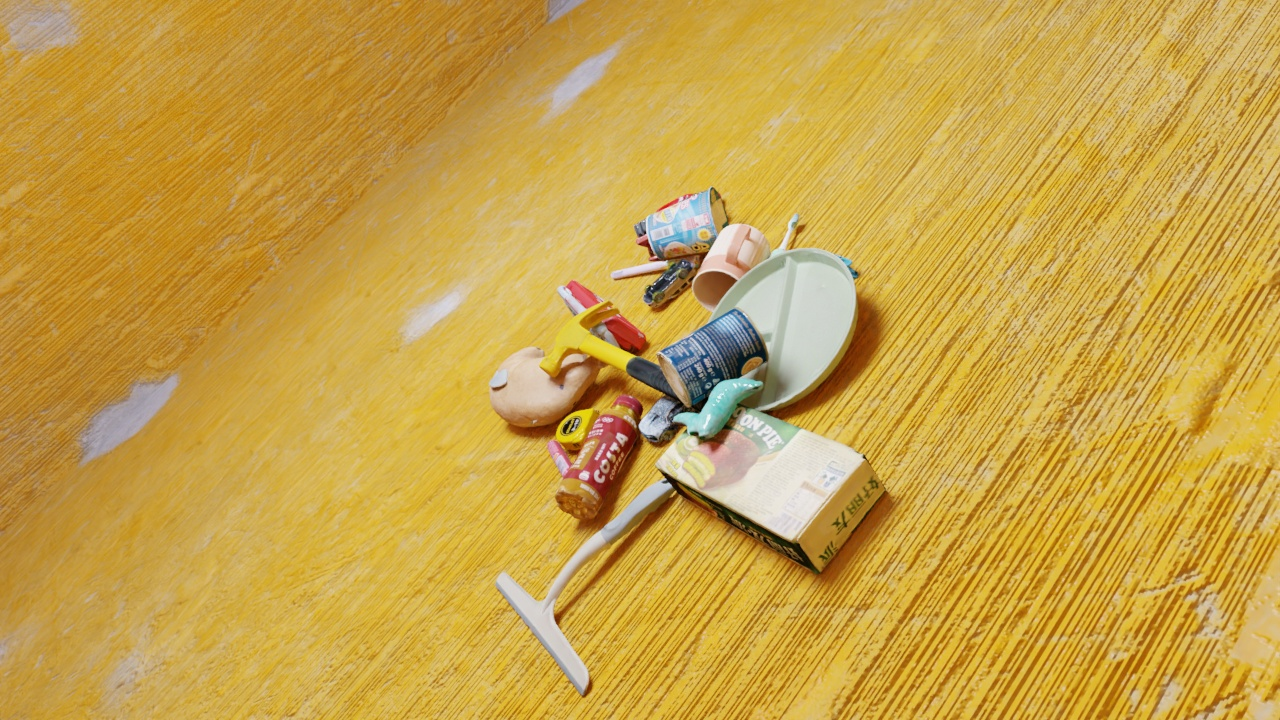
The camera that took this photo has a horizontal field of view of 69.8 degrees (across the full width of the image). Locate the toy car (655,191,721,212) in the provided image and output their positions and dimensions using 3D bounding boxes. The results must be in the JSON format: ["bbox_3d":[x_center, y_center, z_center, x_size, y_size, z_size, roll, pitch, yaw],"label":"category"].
[{"bbox_3d":[0.077,-0.247,1.517,0.121,0.045,0.052,-20,37,24],"label":"toy car"}]

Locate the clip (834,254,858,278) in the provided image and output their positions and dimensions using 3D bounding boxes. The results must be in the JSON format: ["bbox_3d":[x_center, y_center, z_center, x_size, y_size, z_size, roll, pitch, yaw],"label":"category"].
[{"bbox_3d":[0.262,-0.123,1.186,0.014,0.041,0.056,-37,28,-3],"label":"clip"}]

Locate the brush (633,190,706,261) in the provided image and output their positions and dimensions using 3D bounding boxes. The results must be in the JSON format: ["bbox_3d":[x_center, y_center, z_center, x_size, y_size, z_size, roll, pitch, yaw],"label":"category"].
[{"bbox_3d":[0.066,-0.213,1.464,0.146,0.069,0.063,-24,-6,17],"label":"brush"}]

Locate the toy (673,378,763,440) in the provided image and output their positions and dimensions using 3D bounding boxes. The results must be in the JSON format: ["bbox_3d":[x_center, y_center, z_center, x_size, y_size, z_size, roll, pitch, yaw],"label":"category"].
[{"bbox_3d":[0.081,0.053,1.015,0.097,0.030,0.091,-2,41,52],"label":"toy"}]

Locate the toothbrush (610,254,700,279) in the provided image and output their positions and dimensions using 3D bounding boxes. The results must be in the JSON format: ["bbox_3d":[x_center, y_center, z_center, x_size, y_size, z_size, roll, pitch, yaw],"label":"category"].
[{"bbox_3d":[0.020,-0.147,1.471,0.190,0.021,0.029,-4,47,45],"label":"toothbrush"}]

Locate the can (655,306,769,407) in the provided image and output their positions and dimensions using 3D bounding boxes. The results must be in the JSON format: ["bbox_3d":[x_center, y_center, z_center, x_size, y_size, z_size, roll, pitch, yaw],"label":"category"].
[{"bbox_3d":[0.083,-0.003,1.068,0.111,0.075,0.075,-30,30,-9],"label":"can"}]

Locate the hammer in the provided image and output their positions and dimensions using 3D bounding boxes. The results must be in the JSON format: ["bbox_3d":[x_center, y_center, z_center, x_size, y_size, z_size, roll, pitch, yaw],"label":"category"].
[{"bbox_3d":[-0.007,0.007,1.190,0.301,0.033,0.128,26,77,43],"label":"hammer"}]

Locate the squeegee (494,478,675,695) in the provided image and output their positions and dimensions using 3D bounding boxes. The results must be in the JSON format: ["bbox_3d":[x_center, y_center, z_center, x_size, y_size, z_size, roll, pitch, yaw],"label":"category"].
[{"bbox_3d":[-0.044,0.214,1.047,0.246,0.039,0.247,-45,32,-11],"label":"squeegee"}]

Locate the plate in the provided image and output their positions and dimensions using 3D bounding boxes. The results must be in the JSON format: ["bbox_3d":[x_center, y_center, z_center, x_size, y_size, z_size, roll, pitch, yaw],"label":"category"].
[{"bbox_3d":[0.167,-0.035,1.122,0.231,0.027,0.229,-28,44,31],"label":"plate"}]

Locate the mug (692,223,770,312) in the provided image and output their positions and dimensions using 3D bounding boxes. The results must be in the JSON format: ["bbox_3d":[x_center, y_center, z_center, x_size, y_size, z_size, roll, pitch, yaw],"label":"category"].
[{"bbox_3d":[0.129,-0.136,1.258,0.082,0.115,0.105,20,52,11],"label":"mug"}]

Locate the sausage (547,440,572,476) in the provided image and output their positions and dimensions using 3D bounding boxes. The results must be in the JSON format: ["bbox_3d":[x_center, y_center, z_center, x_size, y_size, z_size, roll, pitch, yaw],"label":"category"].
[{"bbox_3d":[-0.097,0.144,1.211,0.020,0.020,0.156,-40,32,-2],"label":"sausage"}]

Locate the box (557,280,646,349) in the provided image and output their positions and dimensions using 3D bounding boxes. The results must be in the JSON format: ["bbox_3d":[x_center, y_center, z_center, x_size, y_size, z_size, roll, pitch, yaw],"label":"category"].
[{"bbox_3d":[-0.072,-0.058,1.385,0.068,0.090,0.201,-54,31,5],"label":"box"}]

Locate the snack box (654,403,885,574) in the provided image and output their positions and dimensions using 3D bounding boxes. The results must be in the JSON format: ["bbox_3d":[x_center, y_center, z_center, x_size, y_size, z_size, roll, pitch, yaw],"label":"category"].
[{"bbox_3d":[0.128,0.122,0.966,0.114,0.063,0.240,-47,32,-15],"label":"snack box"}]

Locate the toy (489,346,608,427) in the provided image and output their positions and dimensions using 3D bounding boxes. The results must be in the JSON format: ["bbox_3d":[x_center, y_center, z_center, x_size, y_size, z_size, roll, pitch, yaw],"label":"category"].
[{"bbox_3d":[-0.126,0.034,1.327,0.226,0.082,0.143,-4,57,40],"label":"toy"}]

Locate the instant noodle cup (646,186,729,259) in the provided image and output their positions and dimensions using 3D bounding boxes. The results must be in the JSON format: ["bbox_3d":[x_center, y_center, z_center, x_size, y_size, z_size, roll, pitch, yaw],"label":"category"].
[{"bbox_3d":[0.070,-0.200,1.391,0.110,0.099,0.099,-13,38,19],"label":"instant noodle cup"}]

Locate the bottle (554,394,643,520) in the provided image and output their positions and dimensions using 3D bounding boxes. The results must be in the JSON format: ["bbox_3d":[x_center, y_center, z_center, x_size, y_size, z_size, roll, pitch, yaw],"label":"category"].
[{"bbox_3d":[-0.046,0.117,1.153,0.058,0.057,0.174,-10,37,38],"label":"bottle"}]

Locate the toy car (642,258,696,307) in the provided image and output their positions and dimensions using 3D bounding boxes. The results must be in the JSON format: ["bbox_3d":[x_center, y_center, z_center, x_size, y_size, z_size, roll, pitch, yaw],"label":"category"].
[{"bbox_3d":[0.043,-0.113,1.385,0.090,0.035,0.042,-41,30,-1],"label":"toy car"}]

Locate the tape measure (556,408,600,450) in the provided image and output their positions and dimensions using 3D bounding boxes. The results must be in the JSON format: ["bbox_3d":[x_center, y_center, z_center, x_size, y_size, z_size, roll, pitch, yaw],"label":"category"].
[{"bbox_3d":[-0.085,0.097,1.251,0.057,0.029,0.059,-11,40,36],"label":"tape measure"}]

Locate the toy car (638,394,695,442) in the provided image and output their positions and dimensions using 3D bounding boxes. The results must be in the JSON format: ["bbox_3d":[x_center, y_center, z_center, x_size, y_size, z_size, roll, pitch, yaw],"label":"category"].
[{"bbox_3d":[0.043,0.060,1.166,0.105,0.031,0.049,-44,33,-12],"label":"toy car"}]

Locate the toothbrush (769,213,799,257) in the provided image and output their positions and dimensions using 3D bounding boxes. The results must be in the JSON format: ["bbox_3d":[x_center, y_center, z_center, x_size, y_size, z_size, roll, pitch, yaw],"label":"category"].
[{"bbox_3d":[0.184,-0.124,1.262,0.027,0.026,0.223,111,-175,-54],"label":"toothbrush"}]
